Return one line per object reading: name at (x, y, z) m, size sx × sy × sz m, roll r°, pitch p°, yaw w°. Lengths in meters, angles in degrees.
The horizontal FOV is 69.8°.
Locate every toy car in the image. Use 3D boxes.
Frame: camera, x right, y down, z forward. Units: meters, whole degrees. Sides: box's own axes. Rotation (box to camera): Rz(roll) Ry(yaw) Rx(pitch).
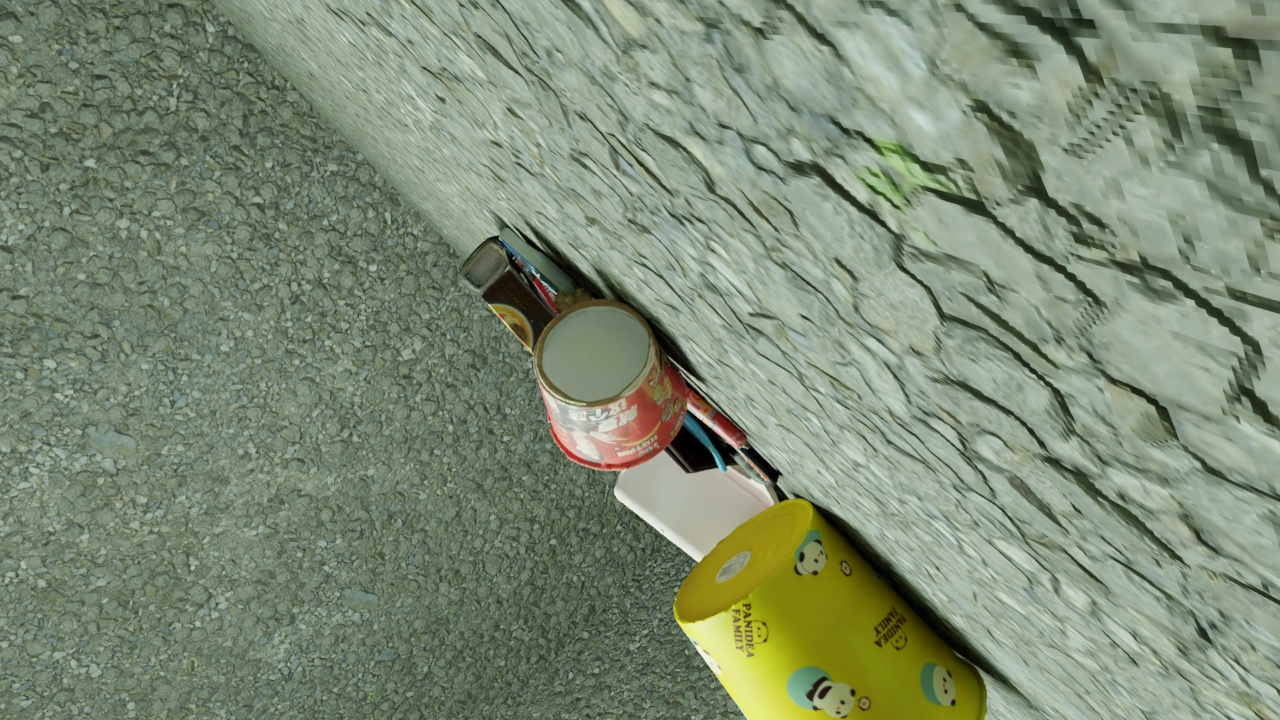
toy car at (-0.108, -0.078, 1.103) m, size 0.120 × 0.045 × 0.053 m, roll 52°, pitch 173°, yaw -4°

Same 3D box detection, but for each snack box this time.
snack box at (-0.106, -0.039, 0.952) m, size 0.125 × 0.053 × 0.113 m, roll 46°, pitch 176°, yaw 19°

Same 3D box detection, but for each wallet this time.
wallet at (0.052, 0.084, 0.995) m, size 0.096 × 0.020 × 0.122 m, roll 44°, pitch -159°, yaw 25°

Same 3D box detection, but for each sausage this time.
sausage at (0.047, 0.037, 0.908) m, size 0.156 × 0.020 × 0.020 m, roll 38°, pitch 175°, yaw 5°

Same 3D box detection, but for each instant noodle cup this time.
instant noodle cup at (-0.032, 0.019, 0.836) m, size 0.138 × 0.137 × 0.109 m, roll 42°, pitch 166°, yaw 28°

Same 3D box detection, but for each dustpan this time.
dustpan at (0.081, 0.170, 1.176) m, size 0.222 × 0.139 × 0.273 m, roll 36°, pitch 177°, yaw 9°

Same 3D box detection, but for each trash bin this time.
trash bin at (0.183, 0.299, 0.948) m, size 0.255 × 0.229 × 0.230 m, roll 50°, pitch 174°, yaw -6°

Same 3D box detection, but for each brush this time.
brush at (0.003, 0.020, 0.956) m, size 0.254 × 0.046 × 0.083 m, roll 46°, pitch 177°, yaw 4°

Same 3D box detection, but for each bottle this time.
bottle at (-0.187, -0.124, 1.175) m, size 0.044 × 0.080 × 0.195 m, roll 40°, pitch -176°, yaw -7°

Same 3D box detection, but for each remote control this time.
remote control at (-0.109, -0.102, 1.027) m, size 0.125 × 0.024 × 0.049 m, roll 40°, pitch 174°, yaw 29°

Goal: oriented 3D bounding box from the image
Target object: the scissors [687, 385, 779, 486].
scissors at (0.056, 0.048, 0.963) m, size 0.235 × 0.021 × 0.125 m, roll 44°, pitch 175°, yaw 6°
